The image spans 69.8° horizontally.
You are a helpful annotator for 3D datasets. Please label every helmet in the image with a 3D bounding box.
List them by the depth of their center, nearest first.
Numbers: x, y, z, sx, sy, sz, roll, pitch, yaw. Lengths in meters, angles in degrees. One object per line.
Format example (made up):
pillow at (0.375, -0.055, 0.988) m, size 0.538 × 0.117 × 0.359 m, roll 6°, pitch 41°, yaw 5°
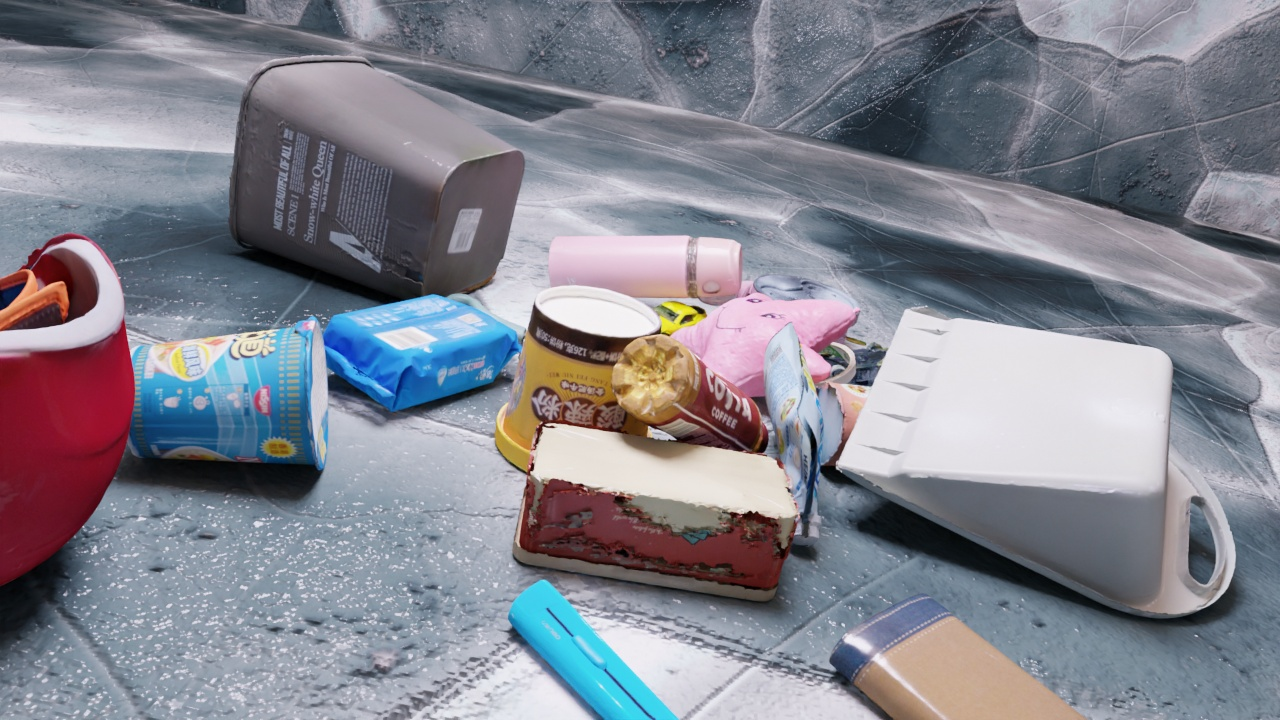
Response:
helmet at (-0.360, 0.041, 0.426) m, size 0.240 × 0.144 × 0.207 m, roll -9°, pitch 27°, yaw -12°

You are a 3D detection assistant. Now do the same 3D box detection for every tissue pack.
tissue pack at (-0.175, -0.008, 0.738) m, size 0.095 × 0.052 × 0.156 m, roll 28°, pitch 27°, yaw 28°

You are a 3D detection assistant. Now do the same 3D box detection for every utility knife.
utility knife at (-0.007, 0.169, 0.455) m, size 0.034 × 0.018 × 0.179 m, roll -10°, pitch 33°, yaw -43°

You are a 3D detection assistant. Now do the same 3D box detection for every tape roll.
tape roll at (0.164, 0.006, 0.886) m, size 0.086 × 0.014 × 0.085 m, roll -8°, pitch 28°, yaw 4°

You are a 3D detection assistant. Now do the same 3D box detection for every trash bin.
trash bin at (-0.257, -0.173, 0.923) m, size 0.220 × 0.199 × 0.198 m, roll 26°, pitch 27°, yaw 15°

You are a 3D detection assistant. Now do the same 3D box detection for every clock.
clock at (0.161, -0.053, 1.004) m, size 0.117 × 0.060 × 0.158 m, roll -8°, pitch 32°, yaw -37°

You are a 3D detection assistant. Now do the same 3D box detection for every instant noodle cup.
instant noodle cup at (-0.260, 0.023, 0.582) m, size 0.110 × 0.099 × 0.099 m, roll -2°, pitch 26°, yaw -12°
instant noodle cup at (-0.040, 0.014, 0.673) m, size 0.118 × 0.115 × 0.118 m, roll 11°, pitch 23°, yaw -5°

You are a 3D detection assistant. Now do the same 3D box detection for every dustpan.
dustpan at (0.313, 0.083, 0.706) m, size 0.258 × 0.143 × 0.222 m, roll 6°, pitch 38°, yaw 29°

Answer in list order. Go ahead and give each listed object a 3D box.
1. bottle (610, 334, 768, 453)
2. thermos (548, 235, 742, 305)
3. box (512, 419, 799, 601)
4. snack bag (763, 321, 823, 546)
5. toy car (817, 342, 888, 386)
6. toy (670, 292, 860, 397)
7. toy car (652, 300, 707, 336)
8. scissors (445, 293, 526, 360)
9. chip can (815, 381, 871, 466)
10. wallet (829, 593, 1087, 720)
bottle at (0.044, 0.036, 0.654) m, size 0.057 × 0.057 × 0.175 m, roll 28°, pitch -4°, yaw 34°
thermos at (0.008, -0.092, 0.972) m, size 0.199 × 0.087 × 0.067 m, roll 1°, pitch 54°, yaw 9°
box at (0.010, 0.086, 0.578) m, size 0.168 × 0.077 × 0.091 m, roll 10°, pitch 22°, yaw -5°
snack bag at (0.114, 0.049, 0.677) m, size 0.039 × 0.110 × 0.190 m, roll 6°, pitch 22°, yaw 1°
toy car at (0.217, 0.007, 0.921) m, size 0.090 × 0.034 × 0.043 m, roll -8°, pitch 31°, yaw -10°
toy at (0.116, -0.021, 0.856) m, size 0.178 × 0.075 × 0.194 m, roll -17°, pitch 24°, yaw 4°
toy car at (0.029, -0.040, 0.942) m, size 0.048 × 0.032 × 0.105 m, roll 30°, pitch 30°, yaw 35°
scissors at (-0.113, -0.037, 0.882) m, size 0.179 × 0.019 × 0.169 m, roll 17°, pitch 24°, yaw 8°
chip can at (0.248, 0.062, 0.763) m, size 0.214 × 0.071 × 0.071 m, roll 6°, pitch 24°, yaw -13°
wallet at (0.173, 0.180, 0.500) m, size 0.090 × 0.033 × 0.115 m, roll -11°, pitch 33°, yaw -39°
